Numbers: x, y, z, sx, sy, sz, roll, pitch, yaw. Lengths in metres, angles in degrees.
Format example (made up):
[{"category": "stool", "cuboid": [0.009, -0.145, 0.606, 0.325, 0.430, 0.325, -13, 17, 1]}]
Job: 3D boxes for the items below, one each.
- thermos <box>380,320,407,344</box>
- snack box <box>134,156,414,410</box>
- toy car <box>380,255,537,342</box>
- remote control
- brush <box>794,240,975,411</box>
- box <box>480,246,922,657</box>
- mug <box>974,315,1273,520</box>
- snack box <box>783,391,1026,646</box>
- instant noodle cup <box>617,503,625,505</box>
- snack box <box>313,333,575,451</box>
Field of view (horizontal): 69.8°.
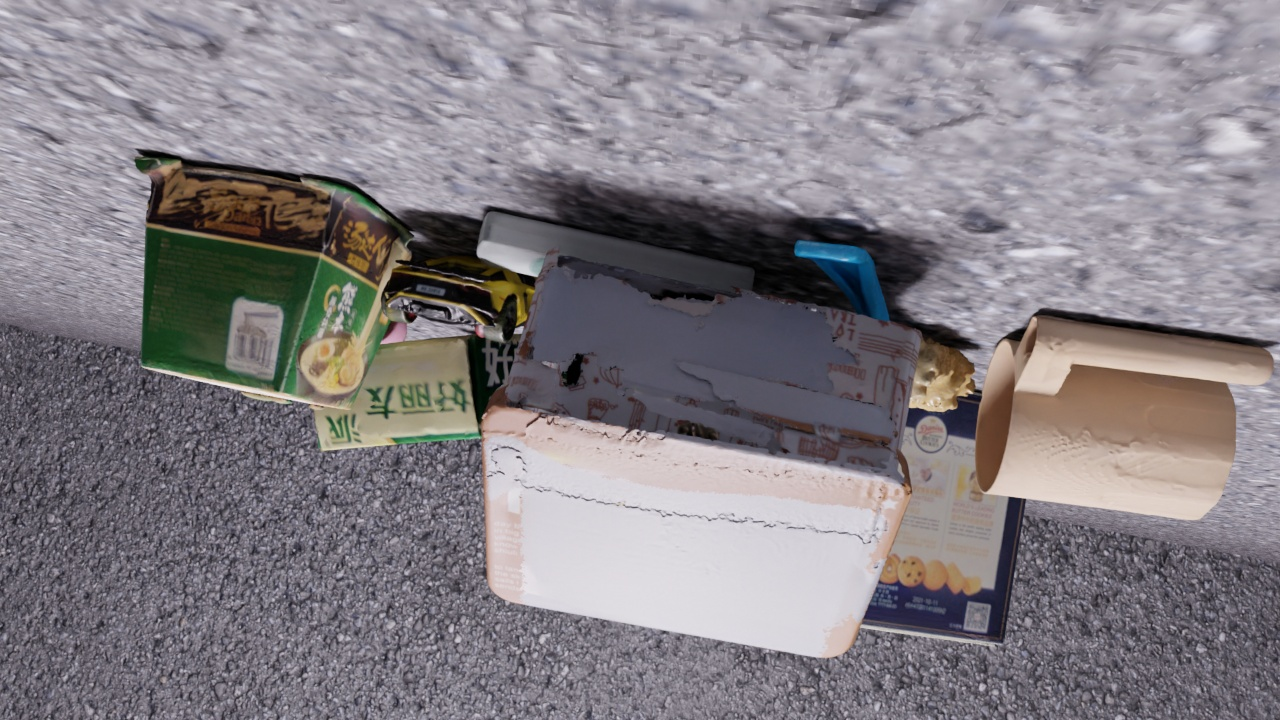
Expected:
[{"category": "thermos", "cuboid": [-0.211, -0.038, 0.649, 0.087, 0.067, 0.199, 27, 171, -7]}, {"category": "snack box", "cuboid": [-0.193, -0.033, 0.483, 0.118, 0.105, 0.117, 9, 172, 10]}, {"category": "toy car", "cuboid": [-0.091, -0.038, 0.530, 0.071, 0.041, 0.155, 11, -174, 11]}, {"category": "remote control", "cuboid": [-0.014, -0.046, 0.459, 0.135, 0.019, 0.056, 11, 173, -6]}, {"category": "brush", "cuboid": [0.121, -0.015, 0.466, 0.083, 0.045, 0.254, 12, 170, 26]}, {"category": "box", "cuboid": [0.025, 0.055, 0.426, 0.181, 0.157, 0.148, 13, 165, 6]}, {"category": "mug", "cuboid": [0.237, 0.025, 0.465, 0.103, 0.084, 0.125, 8, 146, 10]}, {"category": "snack box", "cuboid": [0.194, 0.106, 0.677, 0.178, 0.182, 0.046, 12, 175, -14]}, {"category": "instant noodle cup", "cuboid": [-0.020, 0.077, 0.883, 0.116, 0.124, 0.116, 18, -166, -49]}, {"category": "snack box", "cuboid": [-0.108, 0.016, 0.637, 0.115, 0.063, 0.239, -6, 179, 17]}]
